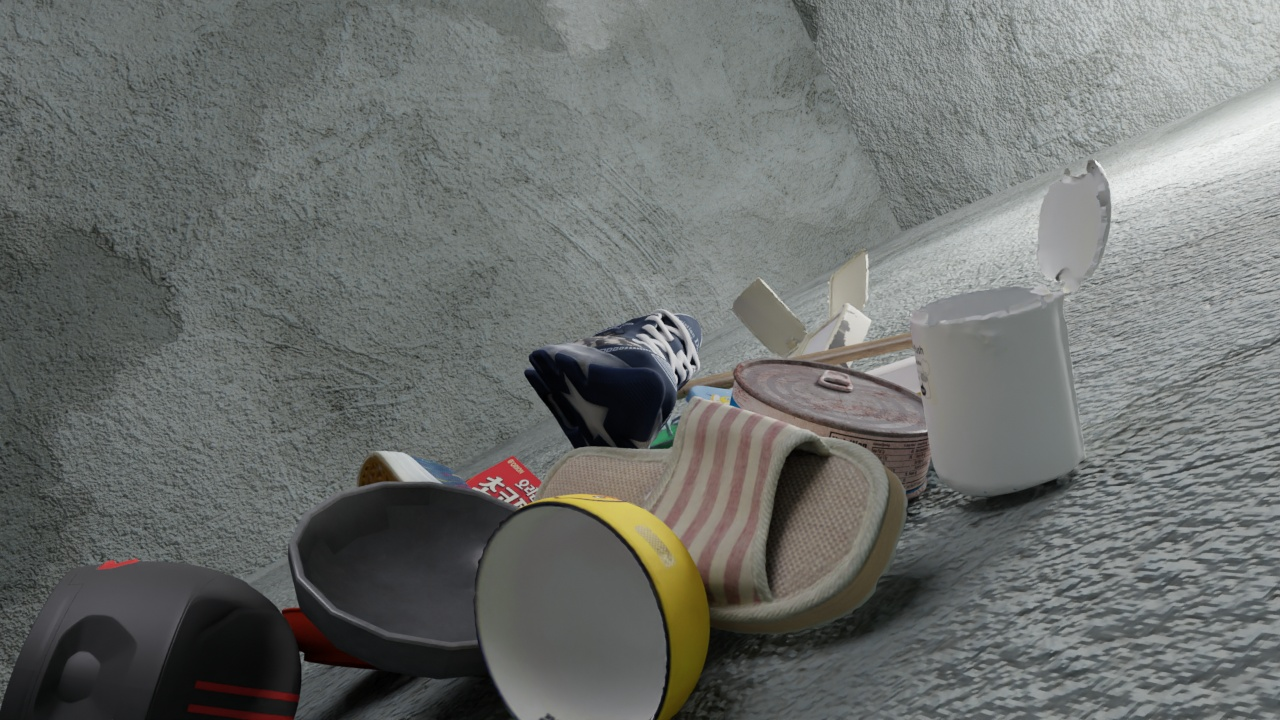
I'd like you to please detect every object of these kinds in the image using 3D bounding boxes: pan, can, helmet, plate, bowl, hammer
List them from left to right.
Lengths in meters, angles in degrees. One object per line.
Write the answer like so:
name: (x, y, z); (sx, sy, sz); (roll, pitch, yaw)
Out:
helmet: (-0.322, 0.224, 0.627); (0.169, 0.164, 0.265); (17, -24, -18)
bowl: (-0.220, 0.220, 0.716); (0.122, 0.035, 0.122); (4, -23, 2)
pan: (-0.089, 0.124, 0.658); (0.179, 0.041, 0.356); (24, 20, 23)
bowl: (-0.015, 0.118, 0.433); (0.118, 0.117, 0.067); (-24, -11, 35)
hammer: (0.154, 0.001, 0.751); (0.332, 0.031, 0.119); (-16, 1, 33)
can: (0.118, 0.040, 0.570); (0.130, 0.044, 0.129); (10, 16, -3)
plate: (0.208, 0.016, 0.752); (0.230, 0.021, 0.230); (-19, -3, -1)

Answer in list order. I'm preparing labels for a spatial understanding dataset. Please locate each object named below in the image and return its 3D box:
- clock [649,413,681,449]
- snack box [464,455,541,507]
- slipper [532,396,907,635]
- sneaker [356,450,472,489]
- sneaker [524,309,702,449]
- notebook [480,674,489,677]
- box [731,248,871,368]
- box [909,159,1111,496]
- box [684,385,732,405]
clock: (0.063, 0.071, 0.864); (0.122, 0.075, 0.161); (-25, 4, 13)
snack box: (-0.139, 0.160, 0.837); (0.132, 0.036, 0.152); (-28, 29, -21)
slipper: (0.018, 0.078, 0.503); (0.264, 0.052, 0.114); (-5, 55, 48)
sneaker: (-0.158, 0.141, 0.779); (0.079, 0.087, 0.236); (8, 10, -43)
sneaker: (-0.004, 0.004, 0.694); (0.132, 0.103, 0.270); (-35, 4, -11)
notebook: (-0.027, 0.163, 0.629); (0.178, 0.014, 0.250); (-28, 4, -32)
box: (0.154, -0.026, 0.925); (0.146, 0.095, 0.185); (-47, 28, 49)
box: (0.199, -0.016, 0.486); (0.112, 0.162, 0.084); (-14, 11, 8)
box: (0.076, 0.059, 0.591); (0.066, 0.049, 0.209); (-9, 22, -5)
